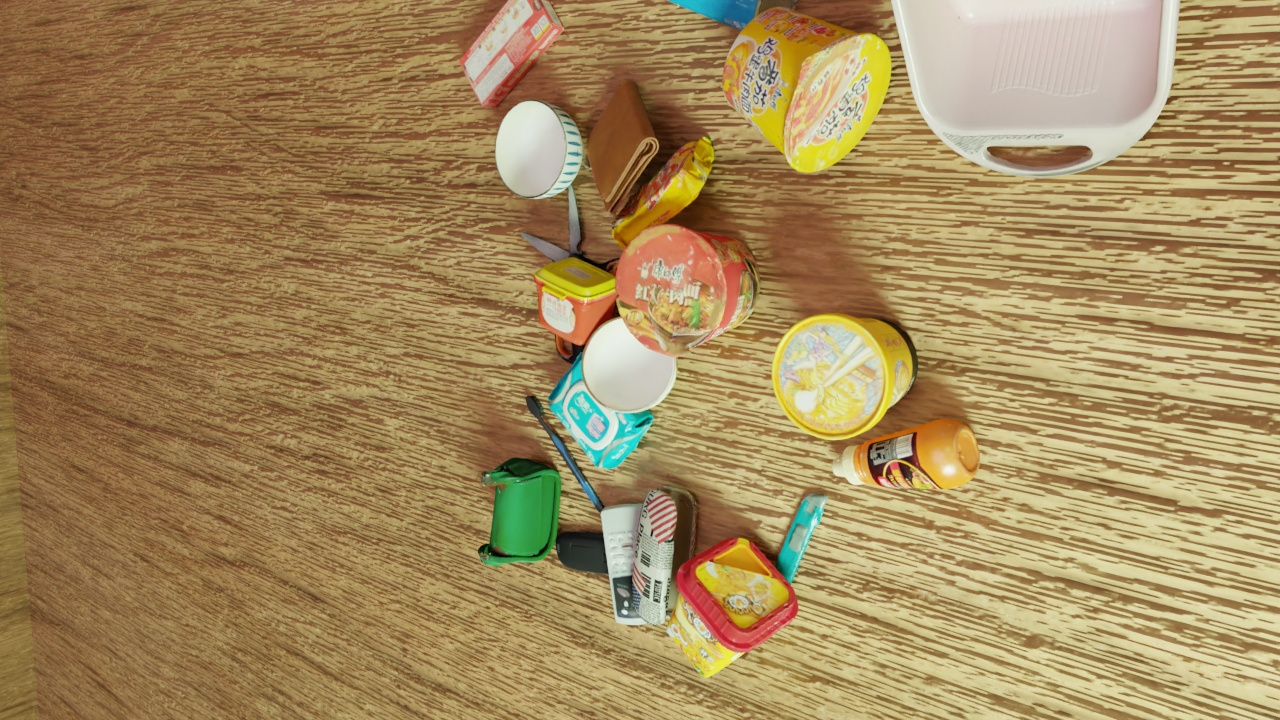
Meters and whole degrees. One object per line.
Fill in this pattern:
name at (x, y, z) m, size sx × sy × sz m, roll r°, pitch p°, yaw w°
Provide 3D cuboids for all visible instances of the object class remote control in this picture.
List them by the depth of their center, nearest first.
remote control at (-0.012, 0.254, 1.141) m, size 0.058 × 0.021 × 0.150 m, roll -8°, pitch 92°, yaw 11°
remote control at (-0.063, 0.250, 1.190) m, size 0.137 × 0.024 × 0.053 m, roll -4°, pitch 94°, yaw 37°

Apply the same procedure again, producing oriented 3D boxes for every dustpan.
dustpan at (0.307, -0.268, 0.724) m, size 0.223 × 0.273 × 0.138 m, roll 9°, pitch 77°, yaw 38°

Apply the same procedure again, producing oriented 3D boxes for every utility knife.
utility knife at (0.169, 0.215, 1.018) m, size 0.029 × 0.013 × 0.166 m, roll 32°, pitch 116°, yaw 34°

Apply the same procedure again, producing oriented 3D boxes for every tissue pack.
tissue pack at (-0.053, 0.062, 1.137) m, size 0.133 × 0.050 × 0.093 m, roll 48°, pitch 123°, yaw 21°

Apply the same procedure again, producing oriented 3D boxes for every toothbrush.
toothbrush at (-0.098, 0.122, 1.206) m, size 0.014 × 0.016 × 0.189 m, roll -41°, pitch 75°, yaw 24°

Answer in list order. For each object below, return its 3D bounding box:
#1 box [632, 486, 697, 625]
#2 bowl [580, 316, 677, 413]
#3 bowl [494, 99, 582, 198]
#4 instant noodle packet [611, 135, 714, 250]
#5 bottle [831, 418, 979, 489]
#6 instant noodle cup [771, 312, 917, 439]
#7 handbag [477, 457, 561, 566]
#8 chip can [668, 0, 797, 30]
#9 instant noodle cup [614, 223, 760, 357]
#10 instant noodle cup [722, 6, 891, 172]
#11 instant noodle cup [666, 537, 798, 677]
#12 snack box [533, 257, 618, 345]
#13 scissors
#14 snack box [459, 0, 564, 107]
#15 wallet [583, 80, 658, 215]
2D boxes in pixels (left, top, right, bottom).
box at (0.018, 0.232, 1.085) m, size 0.075 × 0.082 × 0.163 m, roll 11°, pitch 102°, yaw 24°
bowl at (-0.006, 0.006, 1.077) m, size 0.114 × 0.062 × 0.113 m, roll -2°, pitch 85°, yaw 19°
bowl at (-0.115, -0.256, 1.124) m, size 0.117 × 0.066 × 0.116 m, roll 6°, pitch 100°, yaw 35°
instant noodle packet at (0.026, -0.184, 1.010) m, size 0.044 × 0.110 × 0.129 m, roll 42°, pitch 126°, yaw -18°
bottle at (0.255, 0.098, 0.909) m, size 0.150 × 0.066 × 0.066 m, roll -16°, pitch 88°, yaw 44°
instant noodle cup at (0.206, 0.009, 0.895) m, size 0.119 × 0.114 × 0.118 m, roll 7°, pitch 102°, yaw 35°
handbag at (-0.163, 0.196, 1.196) m, size 0.068 × 0.120 × 0.131 m, roll 11°, pitch 96°, yaw 33°
chip can at (0.061, -0.404, 0.966) m, size 0.210 × 0.071 × 0.071 m, roll 34°, pitch 116°, yaw 28°
instant noodle cup at (0.057, -0.082, 0.995) m, size 0.138 × 0.108 × 0.138 m, roll 7°, pitch 103°, yaw 34°
instant noodle cup at (0.154, -0.269, 0.886) m, size 0.110 × 0.137 × 0.138 m, roll 45°, pitch 121°, yaw 32°
instant noodle cup at (0.094, 0.281, 1.024) m, size 0.116 × 0.115 × 0.124 m, roll 47°, pitch 138°, yaw 26°
snack box at (-0.078, -0.069, 1.092) m, size 0.091 × 0.081 × 0.080 m, roll 28°, pitch 124°, yaw 31°
scissors at (-0.071, -0.104, 1.142) m, size 0.221 × 0.021 × 0.234 m, roll 11°, pitch 104°, yaw 35°
snack box at (-0.166, -0.400, 1.165) m, size 0.153 × 0.025 × 0.075 m, roll -37°, pitch 74°, yaw 34°
wallet at (-0.024, -0.244, 1.047) m, size 0.108 × 0.031 × 0.131 m, roll -53°, pitch 34°, yaw 32°
